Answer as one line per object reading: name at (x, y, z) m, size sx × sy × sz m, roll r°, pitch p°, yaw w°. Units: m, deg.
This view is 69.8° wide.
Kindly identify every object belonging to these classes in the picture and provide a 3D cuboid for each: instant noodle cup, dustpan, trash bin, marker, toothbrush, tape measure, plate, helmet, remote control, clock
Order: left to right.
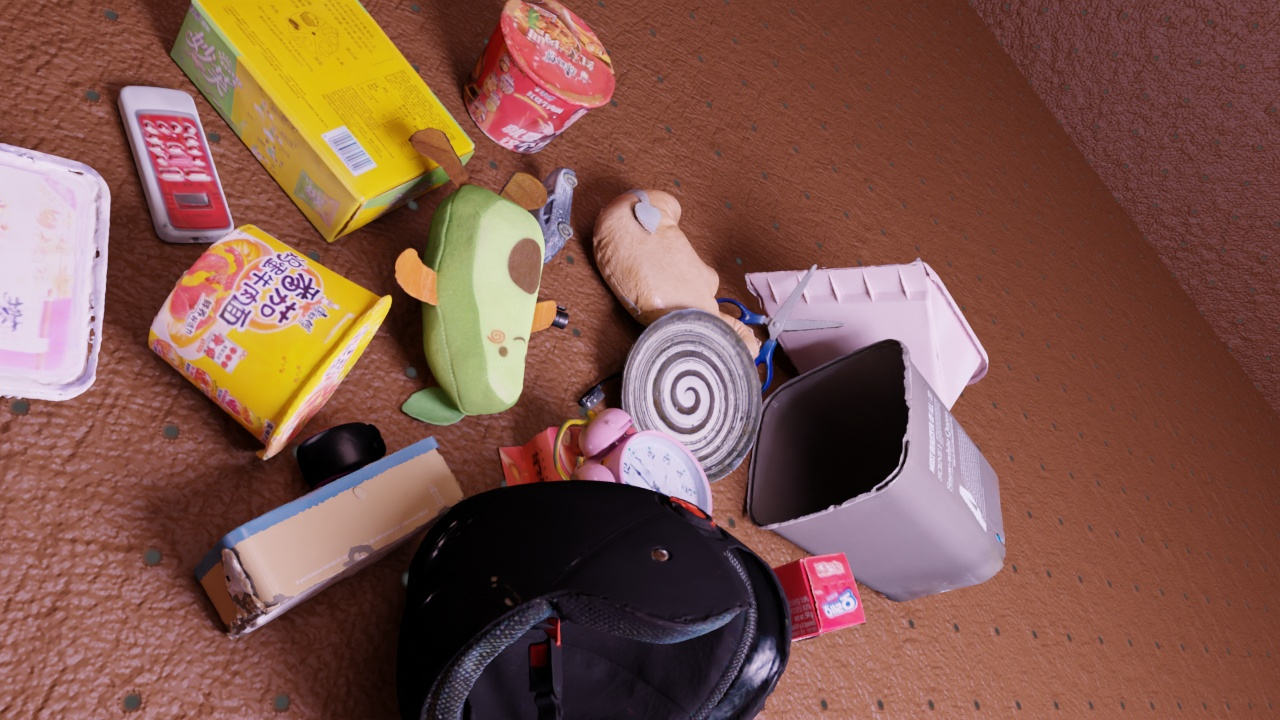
instant noodle cup at (-0.412, -0.051, 0.565) m, size 0.137 × 0.061 × 0.173 m, roll 10°, pitch 59°, yaw -39°
remote control at (-0.359, -0.153, 0.709) m, size 0.055 × 0.020 × 0.136 m, roll -9°, pitch 71°, yaw -45°
instant noodle cup at (-0.259, -0.020, 0.638) m, size 0.110 × 0.138 × 0.137 m, roll 36°, pitch 44°, yaw -9°
tape measure at (-0.217, 0.072, 0.667) m, size 0.057 × 0.057 × 0.039 m, roll -10°, pitch 72°, yaw -54°
marker at (-0.125, -0.058, 0.863) m, size 0.132 × 0.020 × 0.022 m, roll 19°, pitch 79°, yaw -34°
instant noodle cup at (-0.111, -0.290, 0.960) m, size 0.137 × 0.109 × 0.137 m, roll 23°, pitch 50°, yaw -31°
helmet at (-0.033, 0.194, 0.626) m, size 0.274 × 0.234 × 0.230 m, roll 6°, pitch 22°, yaw -39°
clock at (-0.009, 0.105, 0.766) m, size 0.158 × 0.060 × 0.117 m, roll 34°, pitch 44°, yaw -20°
toothbrush at (-0.005, 0.005, 0.939) m, size 0.188 × 0.014 × 0.017 m, roll -37°, pitch 99°, yaw -49°
plate at (0.051, 0.038, 0.931) m, size 0.179 × 0.024 × 0.179 m, roll 4°, pitch 83°, yaw -33°
dustpan at (0.279, -0.036, 1.071) m, size 0.138 × 0.223 × 0.273 m, roll -48°, pitch 127°, yaw -37°
trash bin at (0.261, 0.131, 0.979) m, size 0.219 × 0.199 × 0.198 m, roll 39°, pitch 44°, yaw -25°

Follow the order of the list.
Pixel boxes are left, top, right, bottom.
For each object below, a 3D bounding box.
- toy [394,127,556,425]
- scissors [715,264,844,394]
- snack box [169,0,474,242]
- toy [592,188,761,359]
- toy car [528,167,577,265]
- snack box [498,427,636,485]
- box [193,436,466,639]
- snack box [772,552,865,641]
toy at (-0.134, -0.066, 0.782) m, size 0.226 × 0.090 × 0.246 m, roll 15°, pitch 73°, yaw -58°
scissors at (0.138, -0.033, 1.009) m, size 0.162 × 0.176 × 0.012 m, roll 27°, pitch 15°, yaw 31°
snack box at (-0.270, -0.226, 0.801) m, size 0.210 × 0.070 × 0.157 m, roll 50°, pitch 42°, yaw -5°
toy at (0.036, -0.080, 0.983) m, size 0.143 × 0.083 × 0.226 m, roll -34°, pitch 92°, yaw -35°
toy car at (-0.094, -0.147, 0.925) m, size 0.036 × 0.054 × 0.120 m, roll 29°, pitch 47°, yaw -29°
snack box at (-0.049, 0.118, 0.801) m, size 0.127 × 0.044 × 0.113 m, roll 2°, pitch 63°, yaw -42°
box at (-0.202, 0.115, 0.630) m, size 0.059 × 0.090 × 0.183 m, roll 56°, pitch 39°, yaw 3°
snack box at (0.080, 0.209, 0.740) m, size 0.058 × 0.208 × 0.057 m, roll 3°, pitch 65°, yaw -40°
